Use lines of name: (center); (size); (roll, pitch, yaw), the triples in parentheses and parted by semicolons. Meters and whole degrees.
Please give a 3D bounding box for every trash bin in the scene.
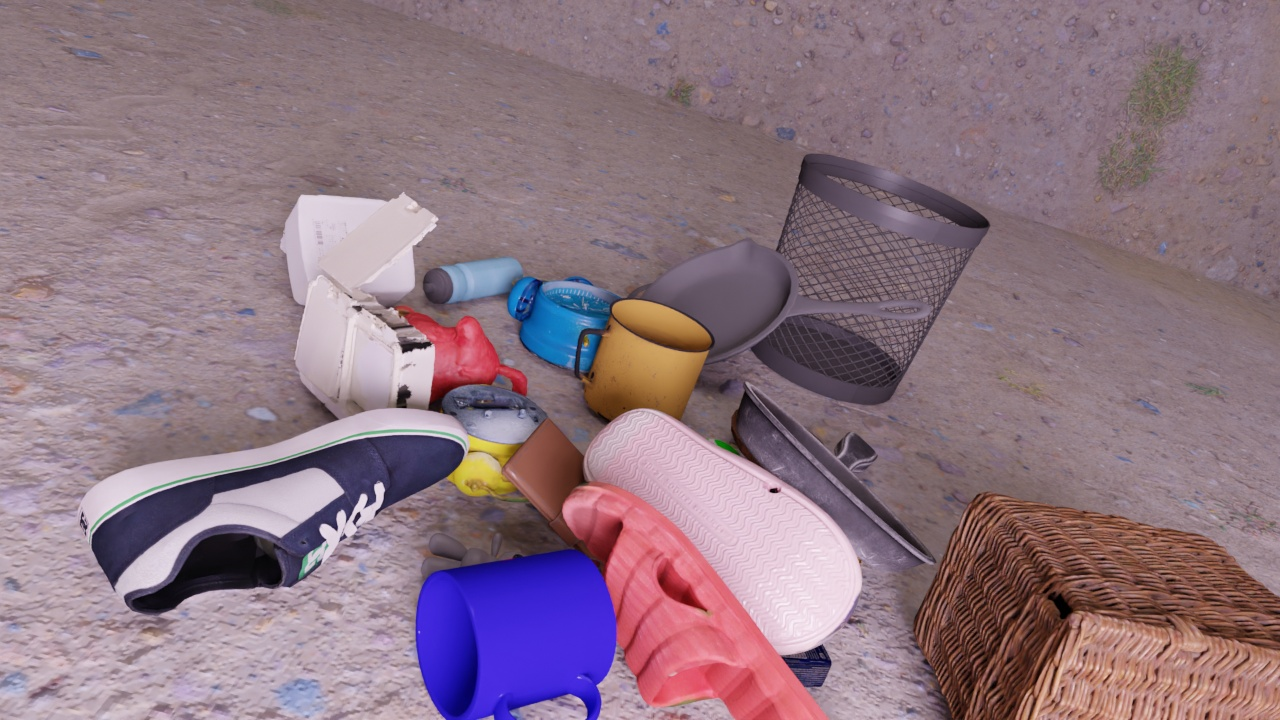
trash bin: (0.253, -0.094, 1.076); (0.217, 0.228, 0.217); (15, 24, -7)

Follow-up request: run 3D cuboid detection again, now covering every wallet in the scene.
wallet: (-0.042, 0.102, 0.654); (0.121, 0.013, 0.087); (48, 25, -6)

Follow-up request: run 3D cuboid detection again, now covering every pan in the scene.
pan: (0.132, -0.053, 0.977); (0.355, 0.024, 0.215); (4, 48, 35)
pan: (0.164, 0.089, 0.761); (0.187, 0.055, 0.356); (44, 7, 14)

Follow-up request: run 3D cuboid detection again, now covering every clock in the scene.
clock: (-0.073, -0.044, 0.944); (0.116, 0.060, 0.161); (-8, 34, -44)
clock: (-0.109, 0.066, 0.689); (0.083, 0.057, 0.118); (2, 29, -33)

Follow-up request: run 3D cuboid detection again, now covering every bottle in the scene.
bottle: (-0.181, -0.085, 0.978); (0.040, 0.040, 0.129); (31, 27, 25)

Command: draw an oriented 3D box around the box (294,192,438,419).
box: (-0.215, -0.035, 0.667); (0.070, 0.187, 0.143); (-10, 30, -45)

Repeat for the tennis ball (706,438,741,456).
tennis ball: (0.054, 0.095, 0.733); (0.065, 0.065, 0.065); (15, 24, -7)

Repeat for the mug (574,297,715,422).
mug: (-0.005, 0.005, 0.845); (0.123, 0.094, 0.100); (9, 26, -25)

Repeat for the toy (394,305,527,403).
toy: (-0.158, -0.004, 0.782); (0.133, 0.088, 0.094); (13, 14, -15)

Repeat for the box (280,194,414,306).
box: (-0.302, -0.101, 0.905); (0.108, 0.137, 0.121); (-1, 73, -39)

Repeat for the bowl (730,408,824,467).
bowl: (0.126, 0.084, 0.852); (0.102, 0.026, 0.114); (26, 23, 3)

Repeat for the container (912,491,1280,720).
container: (0.316, 0.197, 0.601); (0.250, 0.162, 0.183); (14, 20, -11)

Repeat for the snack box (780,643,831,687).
snack box: (0.067, 0.164, 0.644); (0.082, 0.027, 0.150); (8, 25, -18)

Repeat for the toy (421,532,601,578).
toy: (-0.083, 0.137, 0.590); (0.111, 0.030, 0.049); (14, 53, -4)

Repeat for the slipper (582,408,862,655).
slipper: (0.045, 0.110, 0.616); (0.221, 0.106, 0.056); (37, -14, 35)

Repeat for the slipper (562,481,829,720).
slipper: (0.028, 0.169, 0.516); (0.059, 0.104, 0.249); (-33, 65, -26)

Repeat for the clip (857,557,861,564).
clip: (0.176, 0.151, 0.764); (0.054, 0.045, 0.049); (21, 66, 4)

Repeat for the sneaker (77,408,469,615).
sneaker: (-0.197, 0.092, 0.556); (0.234, 0.084, 0.079); (-13, 53, -44)

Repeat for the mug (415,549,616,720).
mug: (-0.062, 0.160, 0.500); (0.083, 0.079, 0.111); (-1, 37, -37)
